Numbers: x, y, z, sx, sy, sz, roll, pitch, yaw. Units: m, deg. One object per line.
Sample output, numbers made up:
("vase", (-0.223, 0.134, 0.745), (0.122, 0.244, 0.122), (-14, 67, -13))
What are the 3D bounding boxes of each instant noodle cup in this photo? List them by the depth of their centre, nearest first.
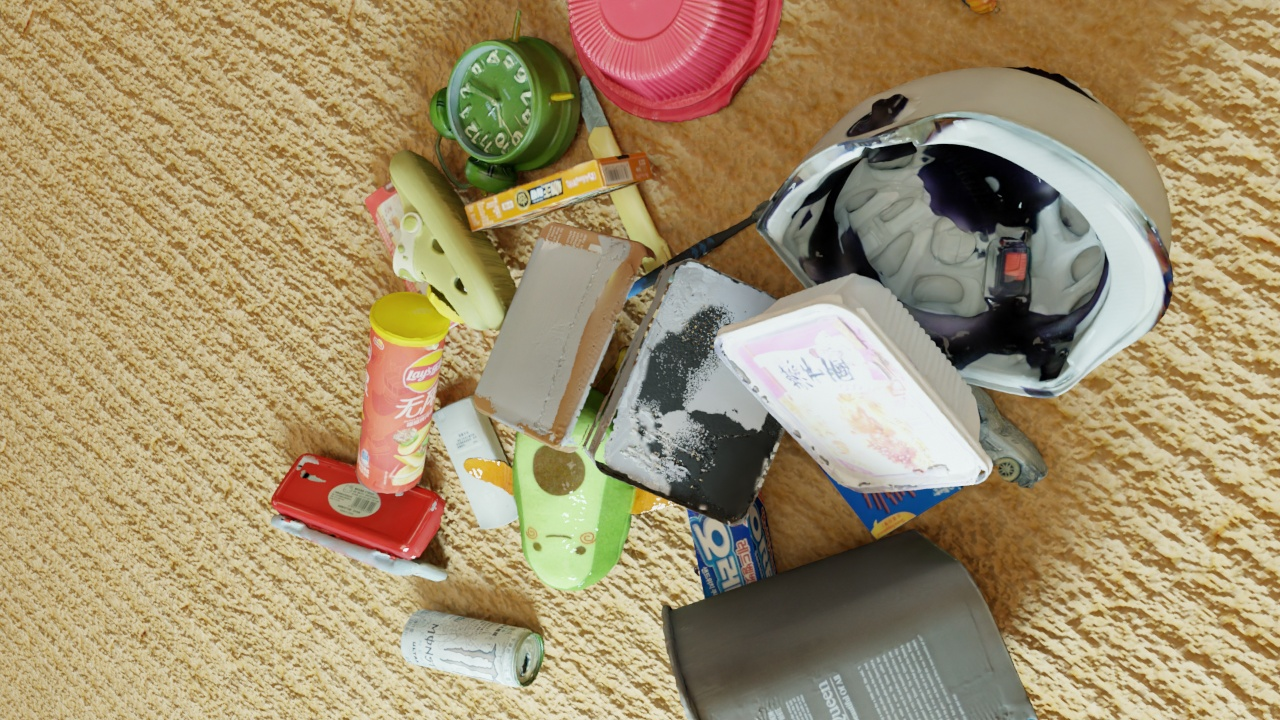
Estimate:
("instant noodle cup", (0.151, 0.013, 0.631), (0.173, 0.060, 0.138), (47, 149, -17))
("instant noodle cup", (0.014, -0.290, 0.730), (0.194, 0.065, 0.194), (6, 104, 23))

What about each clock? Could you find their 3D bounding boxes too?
("clock", (-0.126, -0.217, 0.814), (0.162, 0.056, 0.116), (-38, 78, 33))

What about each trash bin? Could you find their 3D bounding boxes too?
("trash bin", (0.153, 0.249, 0.687), (0.220, 0.198, 0.199), (-24, 93, 1))

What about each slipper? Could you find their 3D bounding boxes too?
("slipper", (-0.181, -0.099, 0.834), (0.082, 0.091, 0.190), (-33, 83, 12))

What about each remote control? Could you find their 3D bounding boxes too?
("remote control", (-0.162, 0.104, 0.931), (0.056, 0.019, 0.135), (-23, 91, 28))

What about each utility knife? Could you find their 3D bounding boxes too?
("utility knife", (-0.016, -0.154, 0.800), (0.031, 0.020, 0.195), (-23, 98, 23))

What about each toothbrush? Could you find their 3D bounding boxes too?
("toothbrush", (0.042, -0.090, 0.781), (0.190, 0.016, 0.014), (-29, 89, 23))

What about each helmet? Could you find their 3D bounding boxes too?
("helmet", (0.223, -0.097, 0.607), (0.229, 0.145, 0.259), (44, 150, -15))

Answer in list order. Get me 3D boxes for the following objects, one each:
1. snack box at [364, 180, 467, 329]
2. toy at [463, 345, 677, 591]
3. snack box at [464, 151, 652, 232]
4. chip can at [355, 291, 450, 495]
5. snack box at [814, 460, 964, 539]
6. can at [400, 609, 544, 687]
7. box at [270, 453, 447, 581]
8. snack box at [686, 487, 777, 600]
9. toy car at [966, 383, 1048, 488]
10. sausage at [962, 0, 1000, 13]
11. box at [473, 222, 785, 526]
("snack box", (-0.207, -0.108, 0.900), (0.075, 0.025, 0.153), (-26, 90, 28))
("toy", (-0.062, 0.100, 0.842), (0.227, 0.089, 0.247), (5, 100, 26))
("snack box", (-0.072, -0.144, 0.787), (0.154, 0.075, 0.026), (-11, 98, 36))
("chip can", (-0.234, 0.036, 0.889), (0.073, 0.073, 0.217), (33, 132, 16))
("snack box", (0.181, 0.061, 0.750), (0.085, 0.026, 0.157), (-41, 83, 28))
("can", (-0.177, 0.301, 0.961), (0.147, 0.058, 0.058), (3, 103, 26))
("box", (-0.297, 0.179, 0.999), (0.202, 0.095, 0.102), (12, 148, 24))
("snack box", (0.090, 0.212, 0.812), (0.058, 0.057, 0.207), (-8, 98, 24))
("toy car", (0.257, 0.047, 0.695), (0.120, 0.054, 0.037), (42, 117, 11))
("sausage", (0.199, -0.307, 0.660), (0.165, 0.021, 0.021), (49, 117, 9))
("box", (-0.005, 0.002, 0.730), (0.272, 0.130, 0.179), (23, 88, 18))
